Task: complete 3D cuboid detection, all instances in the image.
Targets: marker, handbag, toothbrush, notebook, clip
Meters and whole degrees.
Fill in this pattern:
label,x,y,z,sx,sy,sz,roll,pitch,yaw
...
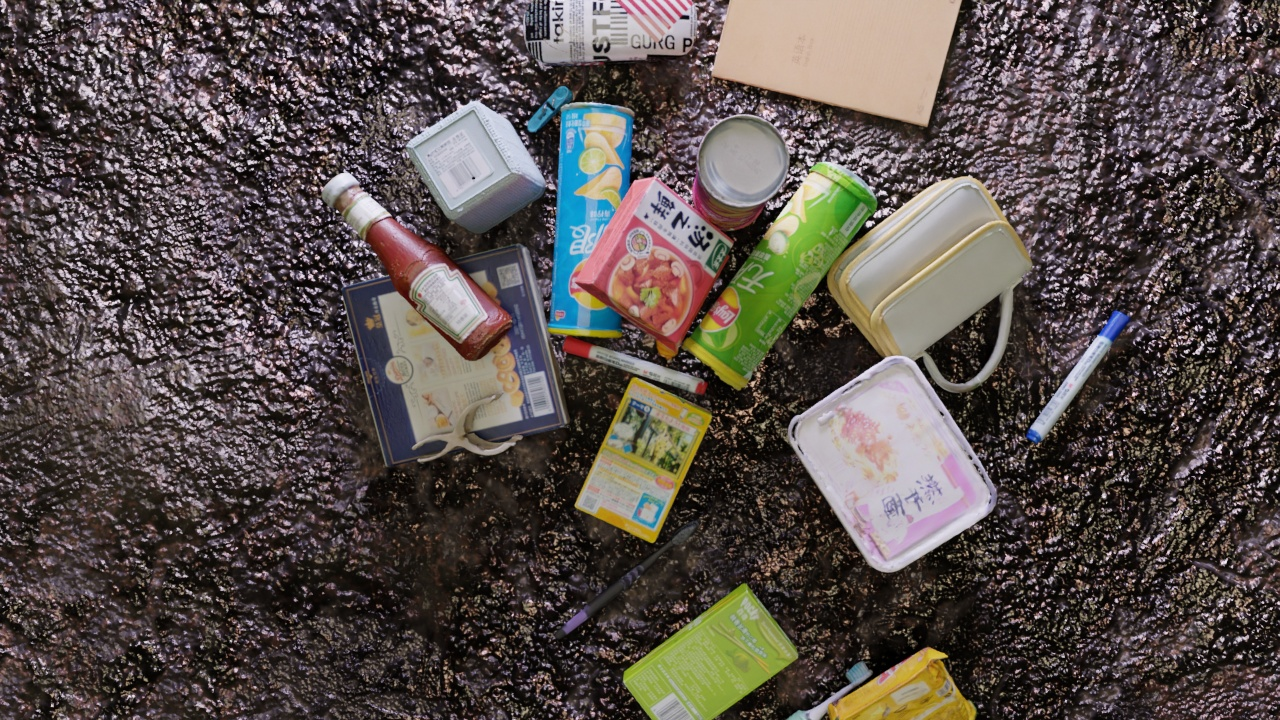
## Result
label,x,y,z,sx,sy,sz,roll,pitch,yaw
marker,-0.005,0.005,0.895,0.145,0.017,0.017,18,95,1
handbag,0.287,-0.061,0.857,0.163,0.063,0.179,-38,95,6
toothbrush,0.142,0.377,0.911,0.224,0.026,0.027,-40,70,5
marker,0.416,0.017,0.875,0.017,0.017,0.146,34,95,0
toothbrush,-0.015,0.220,0.913,0.189,0.016,0.014,-40,92,7
notebook,0.188,-0.317,0.864,0.211,0.012,0.149,14,96,2
clip,-0.162,0.057,0.854,0.102,0.035,0.094,3,99,9
clip,-0.087,-0.240,0.878,0.057,0.049,0.015,-43,94,14

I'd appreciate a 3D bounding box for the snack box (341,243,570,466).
label,x,y,z,sx,sy,sz,roll,pitch,yaw
snack box,-0.176,-0.004,0.888,0.182,0.045,0.178,-13,94,4

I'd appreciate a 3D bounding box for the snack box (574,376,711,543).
label,x,y,z,sx,sy,sz,roll,pitch,yaw
snack box,0.003,0.096,0.894,0.087,0.033,0.140,24,97,1

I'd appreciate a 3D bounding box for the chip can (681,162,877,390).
label,x,y,z,sx,sy,sz,roll,pitch,yaw
chip can,0.130,-0.080,0.854,0.072,0.072,0.221,37,95,0

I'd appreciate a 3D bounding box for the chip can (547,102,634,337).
label,x,y,z,sx,sy,sz,roll,pitch,yaw
chip can,-0.046,-0.128,0.860,0.071,0.071,0.210,4,94,2

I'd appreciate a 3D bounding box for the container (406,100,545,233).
label,x,y,z,sx,sy,sz,roll,pitch,yaw
container,-0.151,-0.177,0.841,0.090,0.111,0.090,-31,92,5

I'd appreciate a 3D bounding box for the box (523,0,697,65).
label,x,y,z,sx,sy,sz,roll,pitch,yaw
box,-0.028,-0.310,0.852,0.164,0.060,0.071,-4,78,3

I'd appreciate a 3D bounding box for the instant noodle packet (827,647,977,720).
label,x,y,z,sx,sy,sz,roll,pitch,yaw
instant noodle packet,0.253,0.337,0.884,0.128,0.044,0.111,-33,119,6

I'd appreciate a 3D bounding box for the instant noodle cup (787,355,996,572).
label,x,y,z,sx,sy,sz,roll,pitch,yaw
instant noodle cup,0.234,0.094,0.869,0.138,0.060,0.173,-33,93,5

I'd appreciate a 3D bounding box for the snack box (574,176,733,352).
label,x,y,z,sx,sy,sz,roll,pitch,yaw
snack box,0.023,-0.083,0.834,0.127,0.044,0.113,34,79,-27

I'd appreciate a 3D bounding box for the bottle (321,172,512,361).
label,x,y,z,sx,sy,sz,roll,pitch,yaw
bottle,-0.205,-0.087,0.832,0.206,0.059,0.060,45,95,1

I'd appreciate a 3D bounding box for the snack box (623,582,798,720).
label,x,y,z,sx,sy,sz,roll,pitch,yaw
snack box,0.069,0.301,0.909,0.156,0.026,0.086,-38,92,5

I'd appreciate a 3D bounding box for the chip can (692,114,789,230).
label,x,y,z,sx,sy,sz,roll,pitch,yaw
chip can,0.080,-0.154,0.781,0.071,0.210,0.071,0,94,3

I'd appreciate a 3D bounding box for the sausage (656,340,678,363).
label,x,y,z,sx,sy,sz,roll,pitch,yaw
sausage,0.016,-0.079,0.885,0.021,0.021,0.165,-9,93,3
